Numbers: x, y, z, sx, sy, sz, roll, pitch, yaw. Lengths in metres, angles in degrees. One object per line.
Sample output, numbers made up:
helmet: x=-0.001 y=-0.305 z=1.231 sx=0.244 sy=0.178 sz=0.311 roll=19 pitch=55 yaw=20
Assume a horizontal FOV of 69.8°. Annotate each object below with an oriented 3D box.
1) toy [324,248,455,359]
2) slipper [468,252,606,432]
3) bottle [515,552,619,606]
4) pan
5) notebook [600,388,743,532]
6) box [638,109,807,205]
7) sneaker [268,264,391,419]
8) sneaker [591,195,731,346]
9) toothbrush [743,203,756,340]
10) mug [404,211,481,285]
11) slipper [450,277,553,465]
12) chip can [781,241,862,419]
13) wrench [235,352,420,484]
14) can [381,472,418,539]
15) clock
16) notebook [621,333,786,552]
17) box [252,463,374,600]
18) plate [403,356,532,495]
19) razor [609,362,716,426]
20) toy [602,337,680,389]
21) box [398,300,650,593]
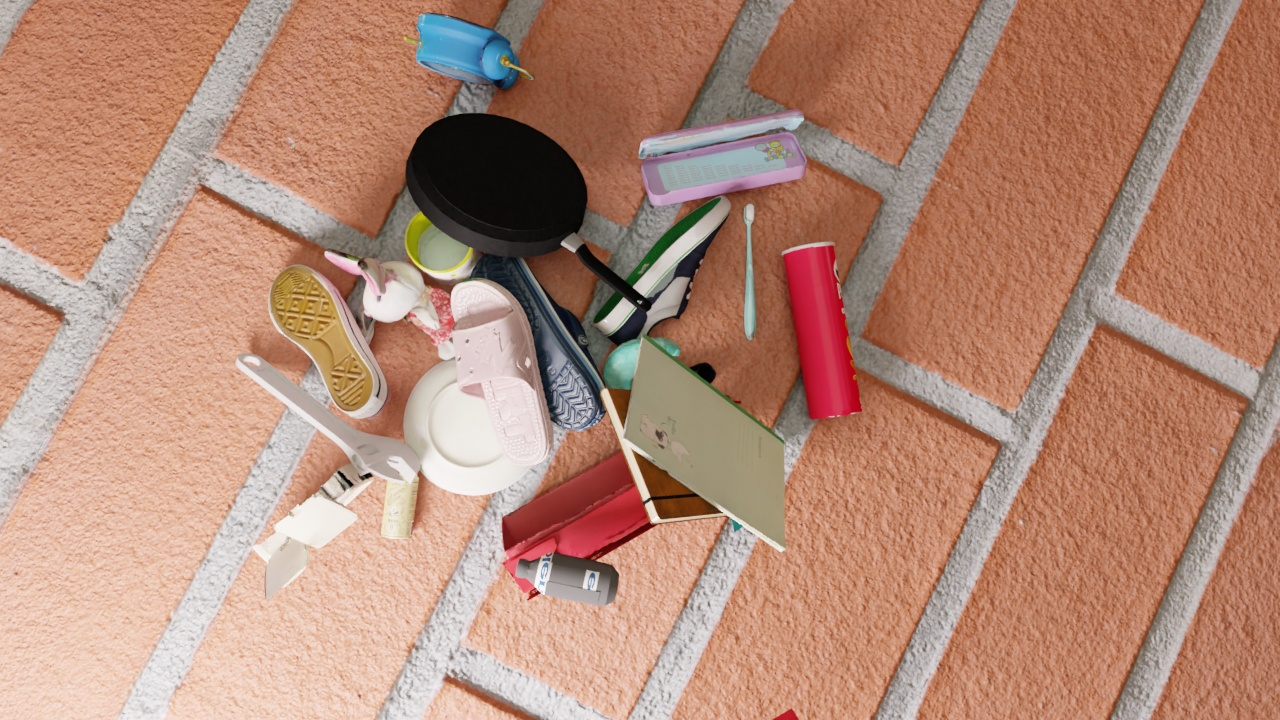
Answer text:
toy: x=-0.290 y=-0.074 z=1.125 sx=0.194 sy=0.159 sz=0.084 roll=42 pitch=80 yaw=-40
slipper: x=-0.124 y=-0.024 z=1.152 sx=0.105 sy=0.095 sz=0.252 roll=-37 pitch=82 yaw=29
bottle: x=-0.079 y=0.235 z=0.995 sx=0.112 sy=0.047 sz=0.047 roll=12 pitch=85 yaw=0
pan: x=-0.121 y=-0.180 z=1.120 sx=0.356 sy=0.034 sz=0.224 roll=39 pitch=48 yaw=7
notebook: x=0.071 y=0.116 z=1.083 sx=0.014 sy=0.248 sz=0.178 roll=-38 pitch=63 yaw=33
box: x=0.106 y=-0.270 z=1.188 sx=0.214 sy=0.077 sz=0.096 roll=-12 pitch=117 yaw=-4
sneaker: x=-0.373 y=-0.021 z=1.138 sx=0.118 sy=0.088 sz=0.241 roll=-41 pitch=68 yaw=6
sneaker: x=0.044 y=-0.108 z=1.177 sx=0.079 sy=0.084 sz=0.235 roll=42 pitch=87 yaw=-17
toothbrush: x=0.144 y=-0.117 z=1.211 sx=0.016 sy=0.016 sz=0.180 roll=0 pitch=87 yaw=-4
mug: x=-0.243 y=-0.140 z=1.142 sx=0.082 sy=0.106 sz=0.082 roll=0 pitch=85 yaw=-4
slipper: x=-0.171 y=0.018 z=1.096 sx=0.094 sy=0.064 sz=0.239 roll=-14 pitch=98 yaw=26
chip can: x=0.234 y=-0.037 z=1.184 sx=0.069 sy=0.069 sz=0.220 roll=-9 pitch=87 yaw=-4
wrench: x=-0.388 y=0.068 z=1.139 sx=0.273 sy=0.086 sz=0.018 roll=35 pitch=110 yaw=12
can: x=-0.301 y=0.181 z=1.150 sx=0.038 sy=0.038 sz=0.079 roll=6 pitch=86 yaw=-3
clock: x=-0.210 y=-0.387 z=1.158 sx=0.161 sy=0.116 sz=0.060 roll=16 pitch=95 yaw=2
notebook: x=0.084 y=0.095 z=1.092 sx=0.252 sy=0.181 sz=0.010 roll=37 pitch=126 yaw=-22
box: x=-0.380 y=0.197 z=1.066 sx=0.143 sy=0.191 sz=0.069 roll=-43 pitch=91 yaw=1
plate: x=-0.211 y=0.081 z=1.165 sx=0.182 sy=0.034 sz=0.182 roll=0 pitch=86 yaw=-4
razor: x=0.031 y=0.052 z=1.179 sx=0.151 sy=0.067 sz=0.054 roll=-31 pitch=56 yaw=-18
toy: x=-0.007 y=0.007 z=1.153 sx=0.105 sy=0.085 sz=0.033 roll=-48 pitch=45 yaw=25
box: x=-0.110 y=0.099 z=1.059 sx=0.213 sy=0.153 sz=0.325 roll=-30 pitch=119 yaw=-3
